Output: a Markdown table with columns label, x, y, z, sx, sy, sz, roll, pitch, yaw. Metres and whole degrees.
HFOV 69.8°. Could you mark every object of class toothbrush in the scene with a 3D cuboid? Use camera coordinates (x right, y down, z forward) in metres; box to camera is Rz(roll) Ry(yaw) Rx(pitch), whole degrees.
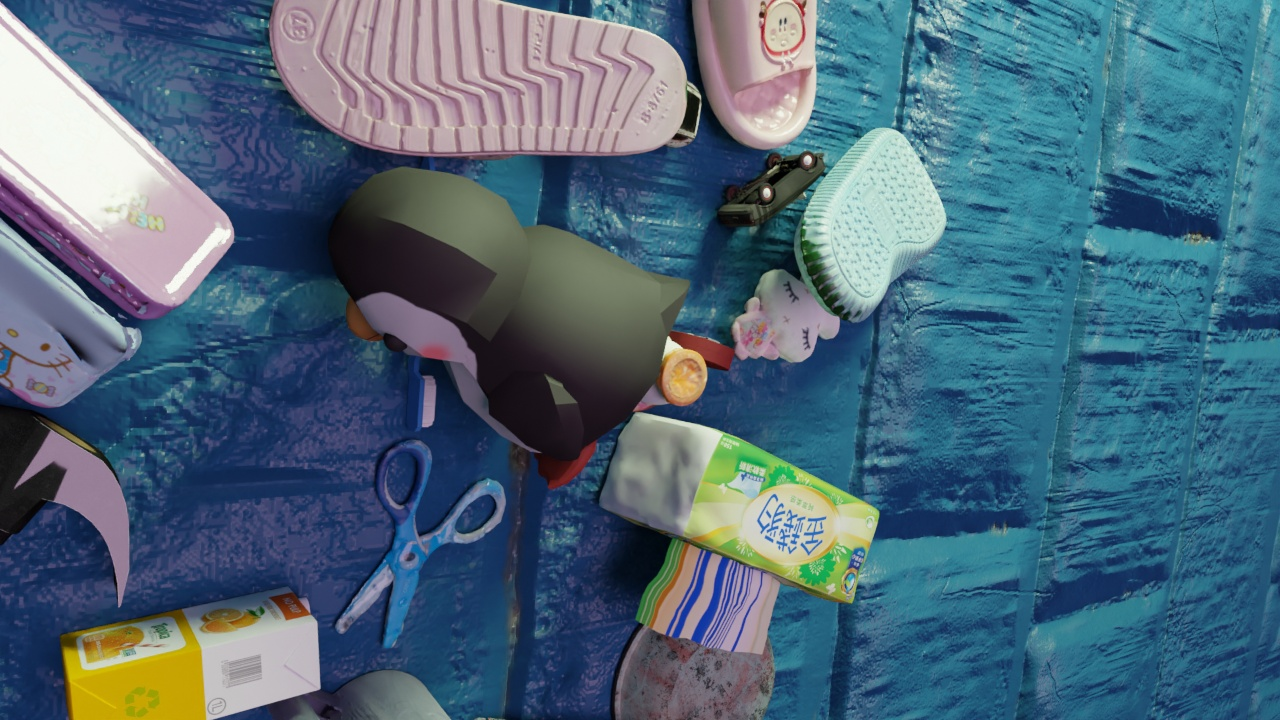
| label | x | y | z | sx | sy | sz | roll | pitch | yaw |
| --- | --- | --- | --- | --- | --- | --- | --- | --- | --- |
| toothbrush | -0.131 | -0.040 | 0.561 | 0.014 | 0.016 | 0.166 | 1 | 97 | -38 |

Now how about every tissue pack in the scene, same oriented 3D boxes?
| label | x | y | z | sx | sy | sz | roll | pitch | yaw |
| --- | --- | --- | --- | --- | --- | --- | --- | --- | --- |
| tissue pack | 0.065 | 0.139 | 0.673 | 0.197 | 0.120 | 0.141 | 26 | 79 | -29 |

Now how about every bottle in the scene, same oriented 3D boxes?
| label | x | y | z | sx | sy | sz | roll | pitch | yaw |
| --- | --- | --- | --- | --- | --- | --- | --- | --- | --- |
| bottle | -0.004 | 0.004 | 0.601 | 0.063 | 0.109 | 0.063 | -7 | 102 | -35 |

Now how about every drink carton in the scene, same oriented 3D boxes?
| label | x | y | z | sx | sy | sz | roll | pitch | yaw |
| --- | --- | --- | --- | --- | --- | --- | --- | --- | --- |
| drink carton | -0.236 | 0.161 | 0.492 | 0.122 | 0.059 | 0.040 | -6 | 101 | -35 |

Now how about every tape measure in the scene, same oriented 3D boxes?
| label | x | y | z | sx | sy | sz | roll | pitch | yaw |
| --- | --- | --- | --- | --- | --- | --- | --- | --- | --- |
| tape measure | 0.045 | -0.008 | 0.670 | 0.059 | 0.051 | 0.019 | 20 | 86 | -36 |

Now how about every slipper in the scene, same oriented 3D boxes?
| label | x | y | z | sx | sy | sz | roll | pitch | yaw |
| --- | --- | --- | --- | --- | --- | --- | --- | --- | --- |
| slipper | 0.085 | -0.264 | 0.654 | 0.106 | 0.056 | 0.222 | -22 | 109 | -33 |
| slipper | 0.169 | -0.104 | 0.716 | 0.275 | 0.070 | 0.116 | -43 | 110 | -50 |
| slipper | -0.090 | -0.164 | 0.540 | 0.239 | 0.064 | 0.094 | 1 | 101 | -22 |

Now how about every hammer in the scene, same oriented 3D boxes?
| label | x | y | z | sx | sy | sz | roll | pitch | yaw |
| --- | --- | --- | --- | --- | --- | --- | --- | --- | --- |
| hammer | -0.367 | 0.158 | 0.415 | 0.132 | 0.040 | 0.305 | 44 | 73 | -29 |

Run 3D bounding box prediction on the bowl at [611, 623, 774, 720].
| label | x | y | z | sx | sy | sz | roll | pitch | yaw |
| --- | --- | --- | --- | --- | --- | --- | --- | --- | --- |
| bowl | 0.053 | 0.258 | 0.728 | 0.157 | 0.039 | 0.157 | -7 | 102 | -35 |

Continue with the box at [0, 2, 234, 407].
| label | x | y | z | sx | sy | sz | roll | pitch | yaw |
| --- | --- | --- | --- | --- | --- | --- | --- | --- | --- |
| box | -0.303 | -0.085 | 0.406 | 0.139 | 0.062 | 0.214 | -50 | 122 | -15 |

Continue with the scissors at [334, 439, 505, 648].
| label | x | y | z | sx | sy | sz | roll | pitch | yaw |
| --- | --- | --- | --- | --- | --- | --- | --- | --- | --- |
| scissors | -0.152 | 0.112 | 0.576 | 0.140 | 0.013 | 0.113 | -47 | 122 | -18 |

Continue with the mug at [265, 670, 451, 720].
| label | x | y | z | sx | sy | sz | roll | pitch | yaw |
| --- | --- | --- | --- | --- | --- | --- | --- | --- | --- |
| mug | -0.155 | 0.234 | 0.535 | 0.124 | 0.104 | 0.083 | 44 | 73 | -33 |

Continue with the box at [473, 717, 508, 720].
| label | x | y | z | sx | sy | sz | roll | pitch | yaw |
| --- | --- | --- | --- | --- | --- | --- | --- | --- | --- |
| box | -0.035 | 0.294 | 0.636 | 0.187 | 0.055 | 0.076 | 16 | 56 | -23 |

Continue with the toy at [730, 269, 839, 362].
| label | x | y | z | sx | sy | sz | roll | pitch | yaw |
| --- | --- | --- | --- | --- | --- | --- | --- | --- | --- |
| toy | 0.118 | -0.036 | 0.725 | 0.125 | 0.037 | 0.076 | -24 | 103 | -38 |

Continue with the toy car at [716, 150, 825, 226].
| label | x | y | z | sx | sy | sz | roll | pitch | yaw |
| --- | --- | --- | --- | --- | --- | --- | --- | --- | --- |
| toy car | 0.101 | -0.128 | 0.695 | 0.092 | 0.040 | 0.037 | -40 | 119 | -26 |

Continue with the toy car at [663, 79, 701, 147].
| label | x | y | z | sx | sy | sz | roll | pitch | yaw |
| --- | --- | --- | --- | --- | --- | --- | --- | --- | --- |
| toy car | -0.004 | -0.175 | 0.613 | 0.112 | 0.041 | 0.048 | 6 | 93 | -35 |

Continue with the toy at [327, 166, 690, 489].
| label | x | y | z | sx | sy | sz | roll | pitch | yaw |
| --- | --- | --- | --- | --- | --- | --- | --- | --- | --- |
| toy | -0.076 | -0.039 | 0.505 | 0.140 | 0.159 | 0.184 | -41 | 128 | 19 |
